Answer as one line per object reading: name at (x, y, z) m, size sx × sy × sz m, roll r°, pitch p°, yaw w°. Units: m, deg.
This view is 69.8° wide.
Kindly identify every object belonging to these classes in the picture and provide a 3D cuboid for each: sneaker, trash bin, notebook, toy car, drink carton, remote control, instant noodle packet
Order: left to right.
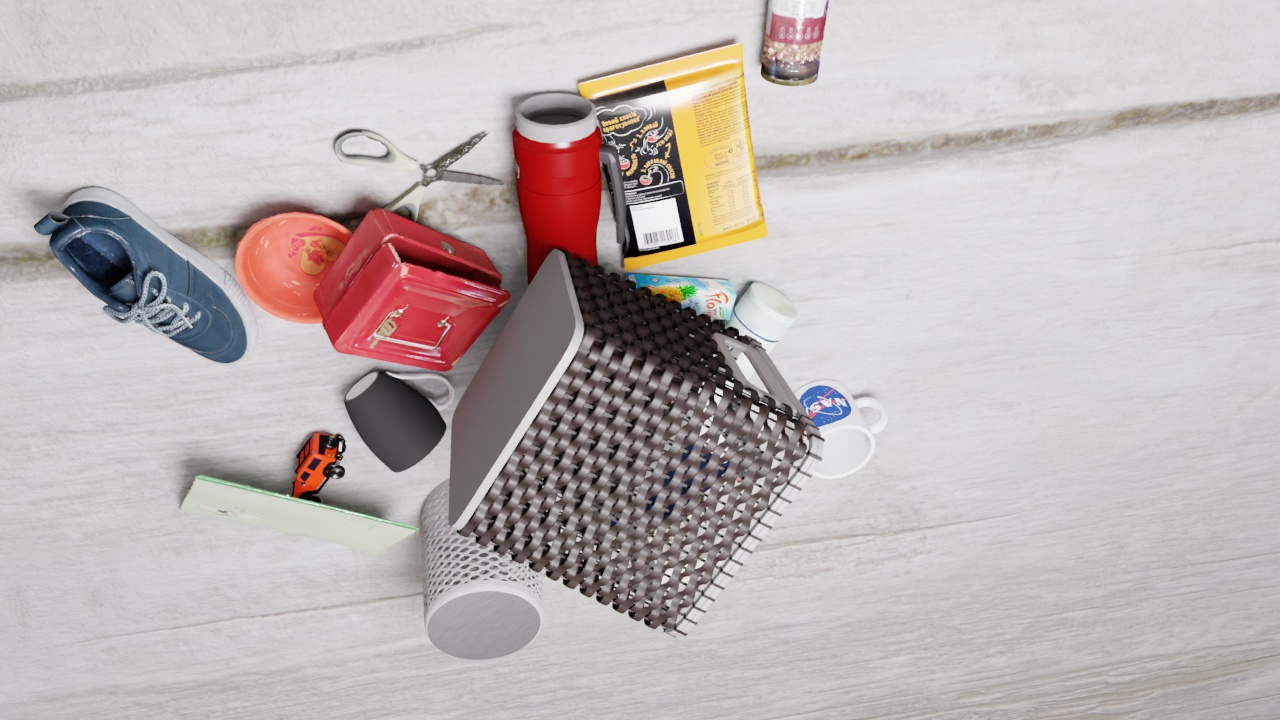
sneaker at (-0.476, -0.067, 0.903) m, size 0.089 × 0.087 × 0.235 m, roll -31°, pitch 127°, yaw 13°
notebook at (-0.416, 0.190, 1.113) m, size 0.252 × 0.010 × 0.182 m, roll 20°, pitch 151°, yaw -24°
toy car at (-0.390, 0.130, 1.101) m, size 0.048 × 0.051 × 0.100 m, roll 27°, pitch 118°, yaw -32°
trash bin at (-0.199, 0.260, 1.158) m, size 0.156 × 0.183 × 0.157 m, roll -6°, pitch 128°, yaw -7°
drink carton at (0.045, -0.071, 1.039) m, size 0.128 × 0.038 × 0.044 m, roll 3°, pitch 127°, yaw -13°
instant noodle packet at (0.041, -0.200, 0.941) m, size 0.160 × 0.032 × 0.221 m, roll -14°, pitch 129°, yaw 2°
remote control at (0.129, 0.104, 1.208) m, size 0.047 × 0.022 × 0.150 m, roll -20°, pitch 131°, yaw 4°

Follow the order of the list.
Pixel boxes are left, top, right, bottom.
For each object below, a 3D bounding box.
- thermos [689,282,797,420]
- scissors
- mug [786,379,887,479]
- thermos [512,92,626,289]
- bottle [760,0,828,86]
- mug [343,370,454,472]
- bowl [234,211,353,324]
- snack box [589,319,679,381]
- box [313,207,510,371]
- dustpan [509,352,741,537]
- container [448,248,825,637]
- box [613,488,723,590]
thermos at (0.096, 0.013, 1.099) m, size 0.068 × 0.067 × 0.231 m, roll 21°, pitch 122°, yaw -25°
scissors at (-0.227, -0.183, 0.913) m, size 0.157 × 0.012 × 0.171 m, roll 28°, pitch 118°, yaw -30°
mug at (0.254, 0.083, 1.171) m, size 0.121 × 0.090 × 0.091 m, roll -19°, pitch 129°, yaw 3°
thermos at (-0.069, -0.157, 0.915) m, size 0.108 × 0.083 × 0.199 m, roll 6°, pitch 130°, yaw 5°
bottle at (0.145, -0.316, 0.855) m, size 0.056 × 0.056 × 0.105 m, roll -5°, pitch 128°, yaw -8°
mug at (-0.274, 0.053, 1.055) m, size 0.118 × 0.085 × 0.100 m, roll -44°, pitch 115°, yaw -14°
bowl at (-0.339, -0.102, 0.931) m, size 0.130 × 0.045 × 0.131 m, roll -6°, pitch 129°, yaw -8°
snack box at (-0.006, 0.006, 1.069) m, size 0.072 × 0.072 × 0.121 m, roll -38°, pitch 125°, yaw 18°
box at (-0.229, -0.064, 0.924) m, size 0.129 × 0.087 × 0.157 m, roll -50°, pitch 147°, yaw 16°
dustpan at (-0.050, 0.129, 1.085) m, size 0.274 × 0.080 × 0.236 m, roll -23°, pitch 130°, yaw 23°
container at (-0.023, 0.068, 0.884) m, size 0.243 × 0.247 × 0.246 m, roll 27°, pitch 109°, yaw -21°
box at (0.050, 0.251, 1.186) m, size 0.144 × 0.187 × 0.105 m, roll -30°, pitch 112°, yaw 19°
